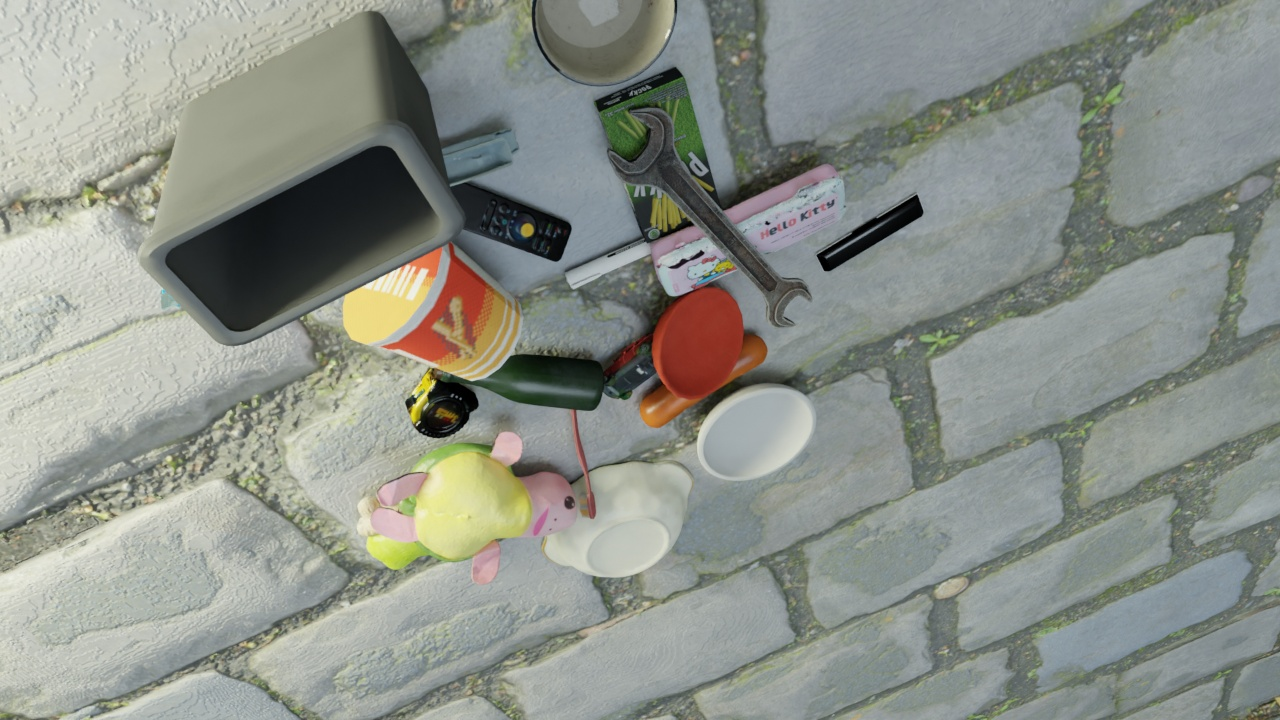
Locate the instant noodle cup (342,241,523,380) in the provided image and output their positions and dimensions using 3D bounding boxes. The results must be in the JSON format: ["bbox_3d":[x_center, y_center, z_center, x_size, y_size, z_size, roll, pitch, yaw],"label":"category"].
[{"bbox_3d":[-0.183,-0.048,0.844,0.123,0.123,0.121,-40,138,15],"label":"instant noodle cup"}]

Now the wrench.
[{"bbox_3d":[0.072,-0.125,0.858,0.070,0.010,0.273,-42,117,11],"label":"wrench"}]

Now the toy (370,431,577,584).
[{"bbox_3d":[-0.180,0.160,1.035,0.237,0.088,0.190,2,105,-26],"label":"toy"}]

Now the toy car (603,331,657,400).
[{"bbox_3d":[-0.006,0.006,0.997,0.091,0.036,0.042,-42,135,7],"label":"toy car"}]

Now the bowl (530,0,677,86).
[{"bbox_3d":[-0.034,-0.285,0.730,0.115,0.059,0.116,-10,131,-12],"label":"bowl"}]

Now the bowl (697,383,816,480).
[{"bbox_3d":[0.134,0.078,1.105,0.149,0.043,0.150,-10,131,-12],"label":"bowl"}]

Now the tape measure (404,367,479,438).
[{"bbox_3d":[-0.211,0.049,0.966,0.067,0.038,0.063,32,105,-40],"label":"tape measure"}]

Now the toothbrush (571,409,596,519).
[{"bbox_3d":[-0.070,0.105,1.053,0.016,0.015,0.185,3,118,18],"label":"toothbrush"}]

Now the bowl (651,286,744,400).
[{"bbox_3d":[0.055,-0.021,0.975,0.121,0.035,0.122,-15,115,-36],"label":"bowl"}]

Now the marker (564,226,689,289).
[{"bbox_3d":[-0.012,-0.105,0.916,0.133,0.020,0.017,-23,146,1],"label":"marker"}]

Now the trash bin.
[{"bbox_3d":[-0.242,-0.142,0.669,0.192,0.219,0.098,-26,132,3],"label":"trash bin"}]

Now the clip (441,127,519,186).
[{"bbox_3d":[-0.179,-0.165,0.786,0.172,0.143,0.029,-13,109,12],"label":"clip"}]

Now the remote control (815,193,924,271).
[{"bbox_3d":[0.248,-0.135,0.987,0.124,0.011,0.028,-31,132,8],"label":"remote control"}]

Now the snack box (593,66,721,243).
[{"bbox_3d":[0.019,-0.187,0.854,0.080,0.025,0.148,-23,132,0],"label":"snack box"}]

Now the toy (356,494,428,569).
[{"bbox_3d":[-0.278,0.191,1.055,0.092,0.046,0.115,-24,125,0],"label":"toy"}]

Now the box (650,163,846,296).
[{"bbox_3d":[0.108,-0.127,0.906,0.202,0.044,0.086,-24,160,1],"label":"box"}]

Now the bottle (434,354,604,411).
[{"bbox_3d":[-0.127,0.018,0.957,0.174,0.055,0.055,7,126,-22],"label":"bottle"}]

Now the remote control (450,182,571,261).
[{"bbox_3d":[-0.134,-0.132,0.849,0.151,0.020,0.041,18,96,-31],"label":"remote control"}]

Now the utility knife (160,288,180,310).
[{"bbox_3d":[-0.357,-0.077,0.824,0.158,0.015,0.031,-19,128,-1],"label":"utility knife"}]

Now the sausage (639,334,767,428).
[{"bbox_3d":[0.070,0.022,1.038,0.164,0.039,0.044,-33,157,9],"label":"sausage"}]

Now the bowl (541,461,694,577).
[{"bbox_3d":[-0.023,0.215,1.154,0.219,0.060,0.188,-34,130,12],"label":"bowl"}]
